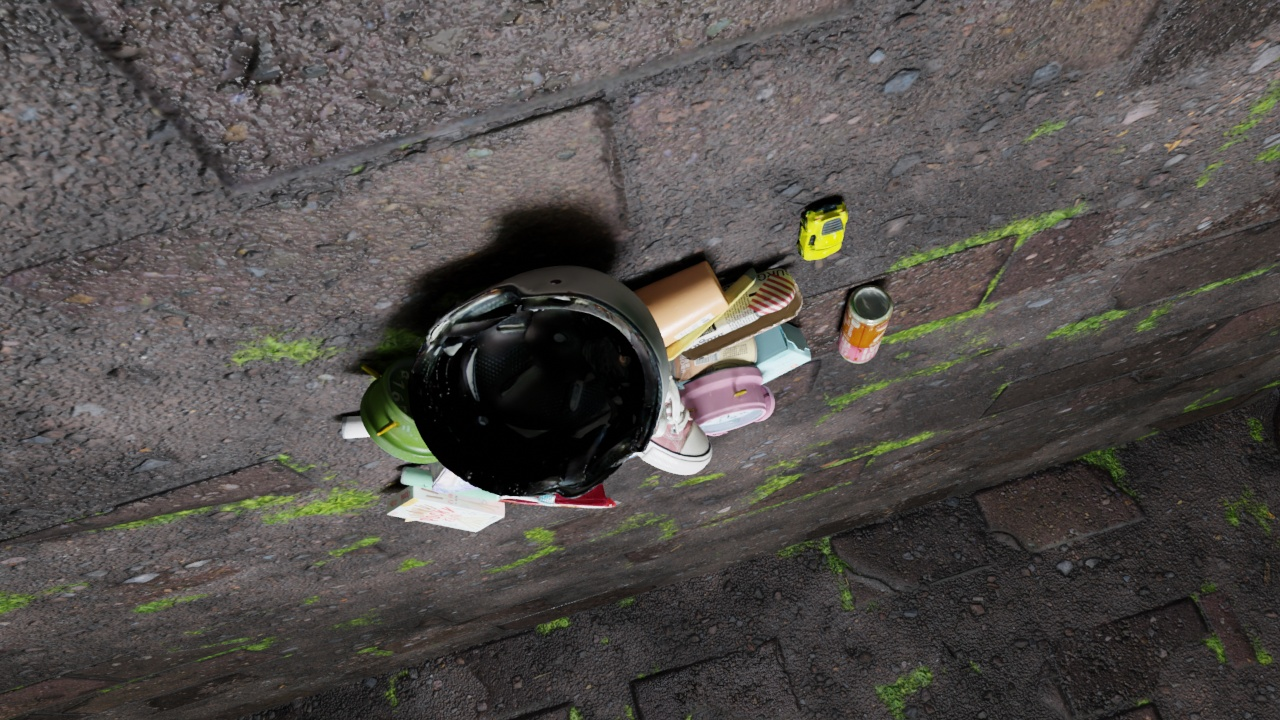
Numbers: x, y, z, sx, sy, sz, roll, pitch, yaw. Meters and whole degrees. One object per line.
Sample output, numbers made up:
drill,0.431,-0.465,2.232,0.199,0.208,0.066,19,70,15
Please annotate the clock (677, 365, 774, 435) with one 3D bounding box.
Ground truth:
clock,0.114,0.058,1.203,0.117,0.059,0.158,-21,163,18

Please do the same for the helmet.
helmet,-0.088,0.007,0.926,0.275,0.230,0.156,-31,-165,34

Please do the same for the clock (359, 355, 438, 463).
clock,-0.227,0.051,1.012,0.161,0.116,0.056,6,138,-39

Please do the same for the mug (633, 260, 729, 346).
mug,0.031,-0.056,1.006,0.123,0.078,0.078,-26,157,10

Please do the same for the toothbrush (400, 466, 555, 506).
toothbrush,-0.231,0.182,1.303,0.224,0.027,0.026,10,-158,4

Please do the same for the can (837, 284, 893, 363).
can,0.303,-0.047,1.244,0.058,0.058,0.147,-17,158,-1

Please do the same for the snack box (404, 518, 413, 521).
snack box,-0.319,0.211,1.434,0.075,0.025,0.153,-4,154,-29

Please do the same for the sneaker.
sneaker,0.008,0.042,1.075,0.241,0.118,0.088,42,127,-18

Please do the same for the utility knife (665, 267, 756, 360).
utility knife,0.052,-0.029,1.026,0.220,0.031,0.022,-39,116,-9

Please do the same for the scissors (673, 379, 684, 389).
scissors,-0.008,0.007,1.125,0.130,0.017,0.133,-3,123,3

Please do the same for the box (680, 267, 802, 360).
box,0.102,-0.058,1.061,0.164,0.075,0.083,-23,171,18

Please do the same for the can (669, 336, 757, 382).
can,0.085,-0.010,1.169,0.116,0.058,0.059,-13,158,-12

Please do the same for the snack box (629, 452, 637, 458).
snack box,0.037,0.090,1.371,0.208,0.057,0.058,-22,155,13

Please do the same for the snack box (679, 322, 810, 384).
snack box,0.140,0.008,1.260,0.175,0.051,0.074,-29,154,28

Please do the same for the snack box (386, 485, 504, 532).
snack box,-0.293,0.224,1.387,0.156,0.026,0.085,19,144,-36

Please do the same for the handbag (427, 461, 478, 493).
handbag,-0.190,0.116,1.244,0.193,0.075,0.135,-1,148,-38

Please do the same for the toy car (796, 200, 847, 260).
toy car,0.199,-0.135,0.995,0.048,0.032,0.105,-17,160,-1

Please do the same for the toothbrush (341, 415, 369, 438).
toothbrush,-0.249,0.075,1.120,0.221,0.026,0.027,-3,122,-11

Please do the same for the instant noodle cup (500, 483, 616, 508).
instant noodle cup,-0.131,0.187,1.402,0.194,0.066,0.194,5,173,0
